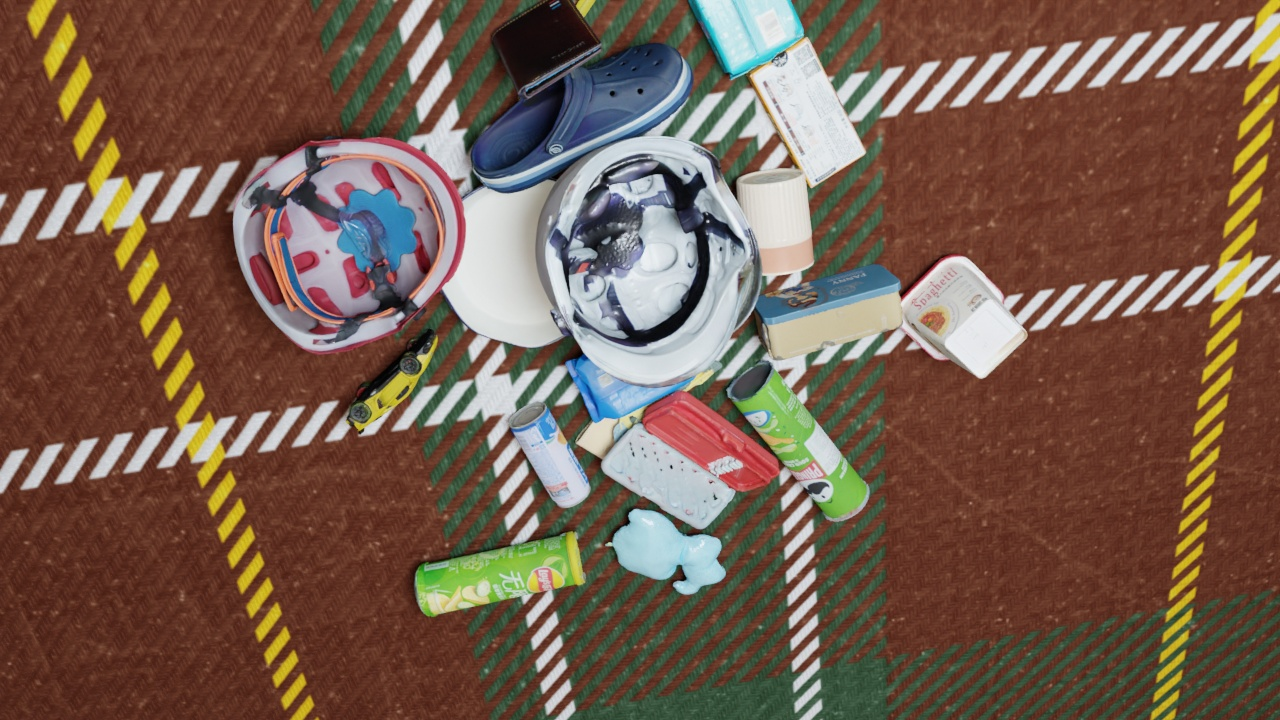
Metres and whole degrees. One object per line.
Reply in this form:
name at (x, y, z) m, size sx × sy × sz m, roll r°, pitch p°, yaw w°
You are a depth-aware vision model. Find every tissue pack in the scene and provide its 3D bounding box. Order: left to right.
tissue pack at (-0.007, 0.007, 1.125) m, size 0.157 × 0.052 × 0.095 m, roll -28°, pitch 106°, yaw 3°
tissue pack at (0.106, -0.378, 0.972) m, size 0.093 × 0.050 × 0.133 m, roll -28°, pitch 114°, yaw 7°

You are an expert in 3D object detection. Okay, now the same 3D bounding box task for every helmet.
helmet at (-0.295, -0.134, 0.981) m, size 0.240 × 0.144 × 0.207 m, roll -25°, pitch 104°, yaw 3°
helmet at (-0.009, -0.111, 0.978) m, size 0.228 × 0.146 × 0.259 m, roll -29°, pitch 120°, yaw -13°

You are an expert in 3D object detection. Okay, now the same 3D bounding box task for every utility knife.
utility knife at (0.030, 0.047, 1.160) m, size 0.167 × 0.018 × 0.031 m, roll -36°, pitch 100°, yaw 3°

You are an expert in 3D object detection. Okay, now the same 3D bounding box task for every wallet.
wallet at (-0.097, -0.323, 0.937) m, size 0.096 × 0.122 × 0.020 m, roll -31°, pitch 140°, yaw 6°
wallet at (-0.013, 0.102, 1.185) m, size 0.115 × 0.024 × 0.087 m, roll 34°, pitch 103°, yaw -17°

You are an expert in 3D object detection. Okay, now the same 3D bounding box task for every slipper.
slipper at (-0.072, -0.268, 0.957) m, size 0.253 × 0.105 × 0.095 m, roll -27°, pitch 148°, yaw 9°

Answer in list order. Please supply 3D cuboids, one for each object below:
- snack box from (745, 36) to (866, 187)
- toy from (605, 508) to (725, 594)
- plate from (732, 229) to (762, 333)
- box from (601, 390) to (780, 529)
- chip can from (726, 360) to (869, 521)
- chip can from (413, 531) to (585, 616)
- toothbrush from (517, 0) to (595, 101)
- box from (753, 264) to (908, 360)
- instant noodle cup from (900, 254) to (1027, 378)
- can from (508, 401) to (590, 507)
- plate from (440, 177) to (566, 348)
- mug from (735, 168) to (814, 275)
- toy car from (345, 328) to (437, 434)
snack box at (0.188, -0.279, 1.039) m, size 0.075 × 0.026 × 0.154 m, roll -32°, pitch 114°, yaw 7°
toy at (0.033, 0.260, 1.245) m, size 0.156 × 0.049 × 0.161 m, roll -9°, pitch 120°, yaw 2°
plate at (0.056, -0.101, 1.065) m, size 0.180 × 0.024 × 0.179 m, roll 0°, pitch 91°, yaw 21°
box at (0.065, 0.130, 1.178) m, size 0.161 × 0.058 × 0.201 m, roll -40°, pitch 124°, yaw 22°
chip can at (0.207, 0.106, 1.187) m, size 0.072 × 0.072 × 0.236 m, roll -37°, pitch 112°, yaw 9°
chip can at (-0.187, 0.284, 1.218) m, size 0.221 × 0.072 × 0.073 m, roll -12°, pitch 114°, yaw -1°
toothbrush at (-0.076, -0.353, 0.980) m, size 0.015 × 0.016 × 0.190 m, roll 31°, pitch 107°, yaw -19°
box at (0.231, -0.061, 1.108) m, size 0.184 × 0.089 × 0.062 m, roll -18°, pitch 113°, yaw -1°
instant noodle cup at (0.391, -0.049, 1.111) m, size 0.116 × 0.124 × 0.116 m, roll 38°, pitch 104°, yaw -20°
can at (-0.114, 0.121, 1.164) m, size 0.053 × 0.053 × 0.134 m, roll -25°, pitch 114°, yaw 4°
plate at (-0.132, -0.118, 1.062) m, size 0.205 × 0.045 × 0.205 m, roll -2°, pitch 114°, yaw -5°
mug at (0.140, -0.160, 1.063) m, size 0.115 × 0.081 × 0.106 m, roll 0°, pitch 114°, yaw 21°
toy car at (-0.292, 0.025, 1.091) m, size 0.156 × 0.071 × 0.041 m, roll -43°, pitch 110°, yaw 11°
